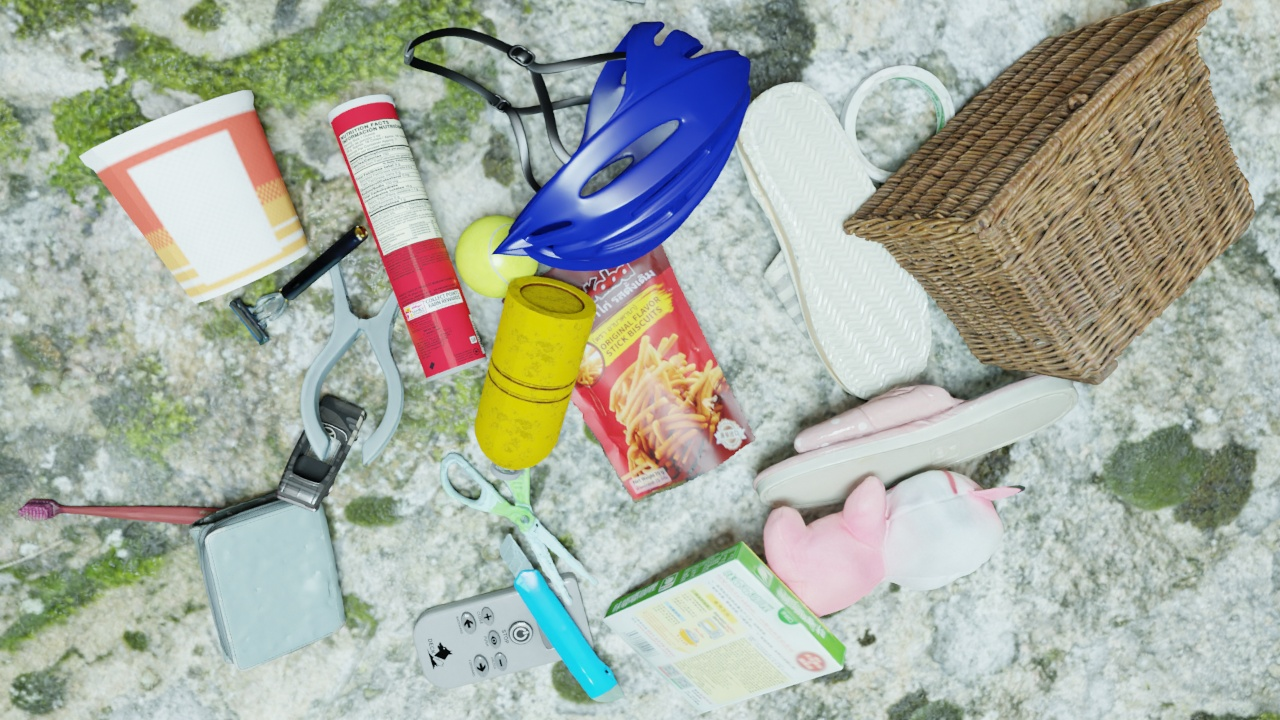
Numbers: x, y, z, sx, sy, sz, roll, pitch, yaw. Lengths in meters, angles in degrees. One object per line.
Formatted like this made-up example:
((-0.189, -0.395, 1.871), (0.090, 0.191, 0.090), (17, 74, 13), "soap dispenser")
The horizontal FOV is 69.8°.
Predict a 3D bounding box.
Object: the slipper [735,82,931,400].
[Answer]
((0.156, -0.094, 0.752), (0.114, 0.054, 0.273), (-27, 106, -3), "slipper")

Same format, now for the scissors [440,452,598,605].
((-0.091, 0.132, 0.786), (0.093, 0.032, 0.175), (-44, 99, -1), "scissors")

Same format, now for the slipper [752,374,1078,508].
((0.223, 0.059, 0.766), (0.274, 0.114, 0.054), (-18, 60, 4), "slipper")

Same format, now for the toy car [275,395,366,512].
((-0.258, 0.074, 0.743), (0.040, 0.037, 0.092), (24, 65, -7), "toy car")

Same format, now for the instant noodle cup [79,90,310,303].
((-0.318, -0.117, 0.679), (0.123, 0.123, 0.121), (-23, 109, -1), "instant noodle cup")

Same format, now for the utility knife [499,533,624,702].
((-0.070, 0.227, 0.793), (0.031, 0.015, 0.185), (-31, 105, -5), "utility knife")

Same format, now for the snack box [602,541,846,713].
((0.067, 0.231, 0.775), (0.132, 0.027, 0.168), (46, 129, -11), "snack box")

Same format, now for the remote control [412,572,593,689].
((-0.122, 0.241, 0.808), (0.151, 0.019, 0.074), (-14, 101, -2), "remote control")

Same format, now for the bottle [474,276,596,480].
((-0.088, 0.022, 0.726), (0.071, 0.071, 0.164), (15, 117, -8), "bottle")

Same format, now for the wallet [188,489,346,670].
((-0.303, 0.178, 0.752), (0.100, 0.054, 0.132), (-15, 104, -33), "wallet")

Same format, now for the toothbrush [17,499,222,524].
((-0.415, 0.129, 0.763), (0.190, 0.016, 0.016), (4, 100, -6), "toothbrush")

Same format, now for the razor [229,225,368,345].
((-0.264, -0.064, 0.723), (0.144, 0.022, 0.043), (-31, 101, 23), "razor")

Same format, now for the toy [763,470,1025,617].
((0.207, 0.154, 0.772), (0.213, 0.084, 0.142), (-15, 141, -6), "toy")

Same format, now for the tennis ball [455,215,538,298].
((-0.113, -0.082, 0.725), (0.065, 0.065, 0.065), (-1, 100, -5), "tennis ball")

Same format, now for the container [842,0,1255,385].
((0.323, -0.115, 0.693), (0.249, 0.162, 0.183), (-42, 108, -9), "container")

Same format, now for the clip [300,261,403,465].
((-0.242, -0.002, 0.726), (0.115, 0.028, 0.163), (8, 80, -8), "clip")

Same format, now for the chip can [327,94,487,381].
((-0.178, -0.092, 0.708), (0.052, 0.052, 0.214), (-20, 93, -1), "chip can")

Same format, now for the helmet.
((-0.045, -0.184, 0.668), (0.227, 0.148, 0.241), (42, 81, -12), "helmet")

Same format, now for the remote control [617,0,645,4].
((-0.005, -0.349, 0.710), (0.033, 0.013, 0.136), (5, 100, -6), "remote control")

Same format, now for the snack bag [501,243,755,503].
((-0.005, 0.004, 0.768), (0.139, 0.066, 0.208), (-28, 92, 6), "snack bag")

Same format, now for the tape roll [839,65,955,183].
((0.211, -0.193, 0.756), (0.094, 0.018, 0.094), (-1, 100, -5), "tape roll")
